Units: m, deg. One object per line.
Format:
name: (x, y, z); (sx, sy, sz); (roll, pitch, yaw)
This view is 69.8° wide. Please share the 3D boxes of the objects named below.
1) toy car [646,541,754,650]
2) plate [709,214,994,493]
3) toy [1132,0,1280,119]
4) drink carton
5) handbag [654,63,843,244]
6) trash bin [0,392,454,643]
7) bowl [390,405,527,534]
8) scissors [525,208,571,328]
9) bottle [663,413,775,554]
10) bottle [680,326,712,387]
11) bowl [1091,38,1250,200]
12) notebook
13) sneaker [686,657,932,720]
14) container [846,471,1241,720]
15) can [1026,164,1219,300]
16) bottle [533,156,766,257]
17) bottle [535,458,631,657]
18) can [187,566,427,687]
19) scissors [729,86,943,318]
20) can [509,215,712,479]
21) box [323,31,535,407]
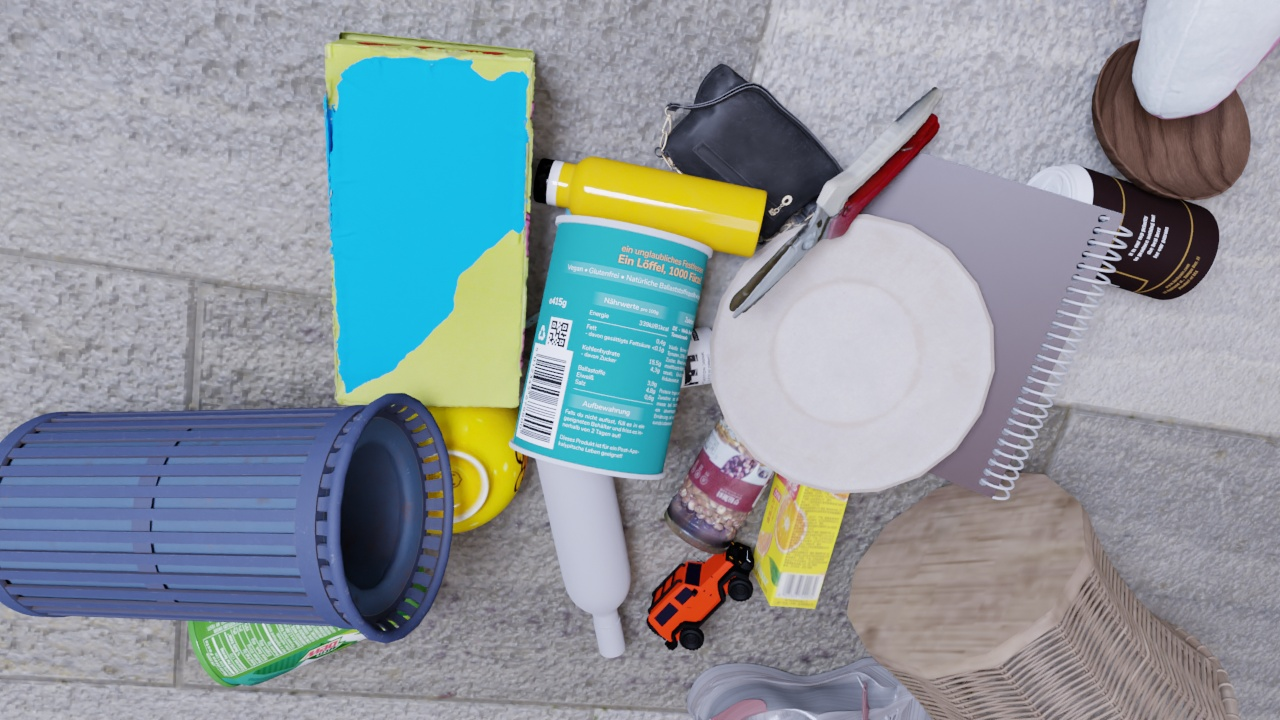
toy car: (0.047, 0.182, 0.724); (0.049, 0.051, 0.100); (39, 108, -4)
plate: (0.143, -0.005, 0.630); (0.189, 0.027, 0.189); (1, 96, 5)
toy: (0.386, -0.281, 0.561); (0.127, 0.187, 0.266); (-20, 133, -44)
drink carton: (0.124, 0.118, 0.709); (0.043, 0.058, 0.135); (7, 110, -13)
handbag: (0.070, -0.131, 0.599); (0.128, 0.054, 0.079); (35, 106, -24)
trash bin: (-0.256, 0.092, 0.552); (0.250, 0.139, 0.139); (-2, 114, 13)
bowl: (-0.135, 0.072, 0.638); (0.117, 0.067, 0.117); (-4, 113, -9)
scissors: (-0.018, -0.060, 0.638); (0.118, 0.015, 0.139); (11, 116, -14)
bottle: (0.066, 0.087, 0.687); (0.056, 0.056, 0.105); (23, 106, -19)
bottle: (-0.004, 0.004, 0.648); (0.116, 0.041, 0.041); (-8, 113, -7)
bowl: (0.356, -0.160, 0.632); (0.119, 0.032, 0.119); (3, 76, -12)
notebook: (0.212, -0.026, 0.641); (0.172, 0.022, 0.209); (22, 110, 16)
sneaker: (0.162, 0.314, 0.781); (0.236, 0.089, 0.099); (3, 112, -11)
container: (0.292, 0.221, 0.703); (0.227, 0.226, 0.196); (-37, 107, 6)
can: (0.338, -0.091, 0.654); (0.128, 0.072, 0.072); (13, 109, -15)
bottle: (0.005, -0.100, 0.582); (0.144, 0.043, 0.043); (12, 110, 3)
bottle: (-0.037, 0.142, 0.693); (0.052, 0.052, 0.195); (-12, 114, -5)
can: (-0.234, 0.169, 0.652); (0.144, 0.083, 0.083); (-23, 114, 0)
scissors: (0.128, -0.096, 0.589); (0.139, 0.015, 0.189); (3, 120, -54)
can: (-0.018, -0.008, 0.574); (0.099, 0.099, 0.144); (12, 91, -15)
box: (-0.129, -0.085, 0.572); (0.124, 0.079, 0.221); (0, 110, -10)
